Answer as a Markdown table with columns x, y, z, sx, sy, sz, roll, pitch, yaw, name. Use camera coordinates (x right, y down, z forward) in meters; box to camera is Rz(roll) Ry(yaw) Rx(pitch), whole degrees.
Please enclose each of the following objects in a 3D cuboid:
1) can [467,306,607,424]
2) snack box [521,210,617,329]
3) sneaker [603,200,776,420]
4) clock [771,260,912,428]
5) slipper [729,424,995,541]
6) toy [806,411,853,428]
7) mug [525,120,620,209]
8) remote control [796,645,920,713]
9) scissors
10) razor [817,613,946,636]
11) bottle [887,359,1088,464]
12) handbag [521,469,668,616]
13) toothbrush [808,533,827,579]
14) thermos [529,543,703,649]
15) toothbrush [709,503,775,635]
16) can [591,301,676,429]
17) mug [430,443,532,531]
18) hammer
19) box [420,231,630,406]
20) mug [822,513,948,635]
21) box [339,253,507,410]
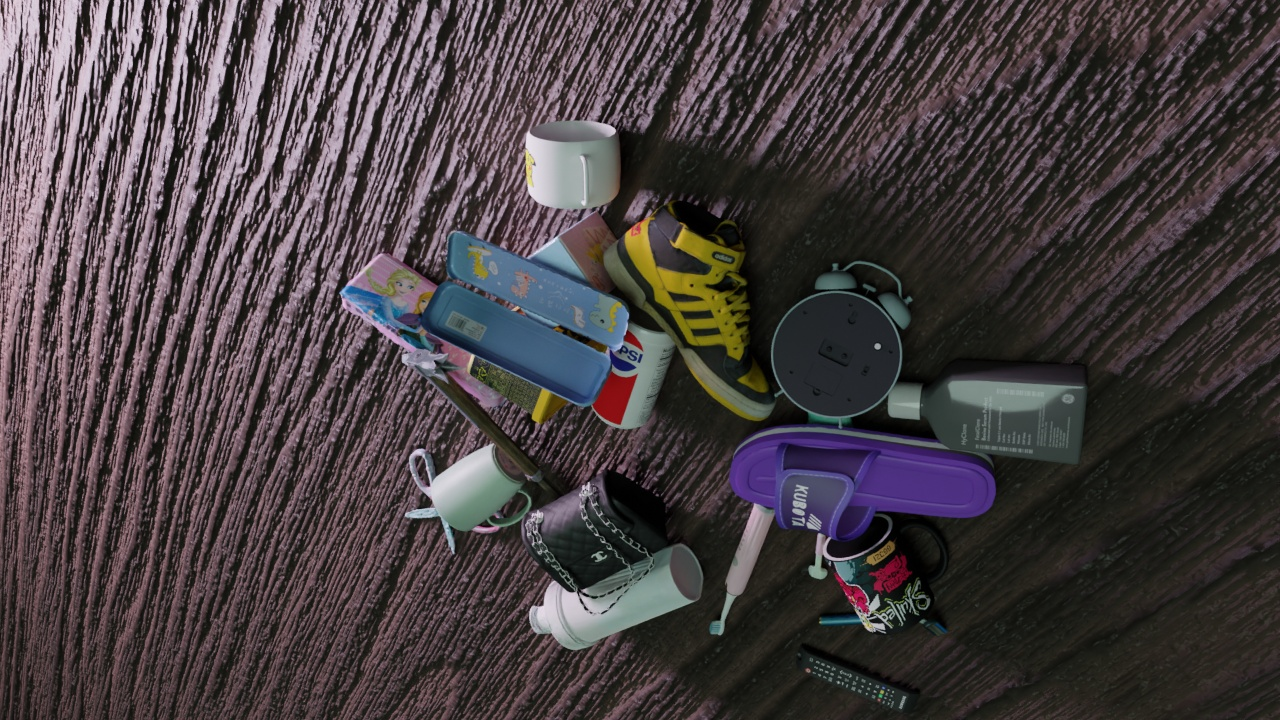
| x | y | z | sx | sy | sz | roll | pitch | yaw | name |
| --- | --- | --- | --- | --- | --- | --- | --- | --- | --- |
| -0.112 | -0.005 | 1.012 | 0.101 | 0.130 | 0.073 | 32 | 124 | 11 | can |
| -0.075 | -0.092 | 0.972 | 0.093 | 0.094 | 0.079 | -29 | 99 | 33 | snack box |
| 0.079 | -0.058 | 0.918 | 0.238 | 0.085 | 0.122 | 47 | 126 | -1 | sneaker |
| 0.196 | -0.019 | 0.891 | 0.122 | 0.045 | 0.159 | 27 | 101 | 12 | clock |
| 0.216 | 0.135 | 0.924 | 0.267 | 0.083 | 0.107 | 2 | 129 | 16 | slipper |
| 0.181 | 0.068 | 0.965 | 0.085 | 0.033 | 0.105 | 18 | 125 | 13 | toy |
| -0.064 | -0.190 | 0.907 | 0.094 | 0.115 | 0.068 | -6 | 119 | -13 | mug |
| 0.258 | 0.381 | 1.097 | 0.147 | 0.015 | 0.033 | 18 | 121 | 17 | remote control |
| -0.266 | 0.194 | 1.258 | 0.171 | 0.013 | 0.177 | -8 | 113 | 32 | scissors |
| 0.272 | 0.297 | 1.048 | 0.144 | 0.022 | 0.042 | -8 | 147 | 33 | razor |
| 0.327 | 0.044 | 0.876 | 0.174 | 0.046 | 0.084 | 4 | 116 | 24 | bottle |
| -0.057 | 0.212 | 1.074 | 0.154 | 0.114 | 0.125 | -29 | 126 | 24 | handbag |
| 0.204 | 0.179 | 1.022 | 0.022 | 0.015 | 0.155 | 11 | 118 | 19 | toothbrush |
| -0.028 | 0.298 | 1.151 | 0.221 | 0.099 | 0.099 | -26 | 101 | 29 | thermos |
| 0.119 | 0.251 | 1.091 | 0.026 | 0.027 | 0.223 | 8 | 122 | -11 | toothbrush |
| -0.006 | 0.006 | 1.002 | 0.070 | 0.070 | 0.132 | 26 | 123 | 12 | can |
| -0.190 | 0.165 | 1.168 | 0.104 | 0.084 | 0.111 | -36 | 113 | 21 | mug |
| -0.161 | 0.100 | 1.092 | 0.147 | 0.028 | 0.317 | 10 | 145 | 55 | hammer |
| -0.116 | -0.044 | 0.935 | 0.209 | 0.043 | 0.125 | 24 | 102 | 12 | box |
| 0.270 | 0.219 | 0.980 | 0.118 | 0.081 | 0.098 | -30 | 101 | 6 | mug |
| -0.242 | -0.030 | 1.099 | 0.230 | 0.084 | 0.071 | 33 | 152 | 7 | box |
